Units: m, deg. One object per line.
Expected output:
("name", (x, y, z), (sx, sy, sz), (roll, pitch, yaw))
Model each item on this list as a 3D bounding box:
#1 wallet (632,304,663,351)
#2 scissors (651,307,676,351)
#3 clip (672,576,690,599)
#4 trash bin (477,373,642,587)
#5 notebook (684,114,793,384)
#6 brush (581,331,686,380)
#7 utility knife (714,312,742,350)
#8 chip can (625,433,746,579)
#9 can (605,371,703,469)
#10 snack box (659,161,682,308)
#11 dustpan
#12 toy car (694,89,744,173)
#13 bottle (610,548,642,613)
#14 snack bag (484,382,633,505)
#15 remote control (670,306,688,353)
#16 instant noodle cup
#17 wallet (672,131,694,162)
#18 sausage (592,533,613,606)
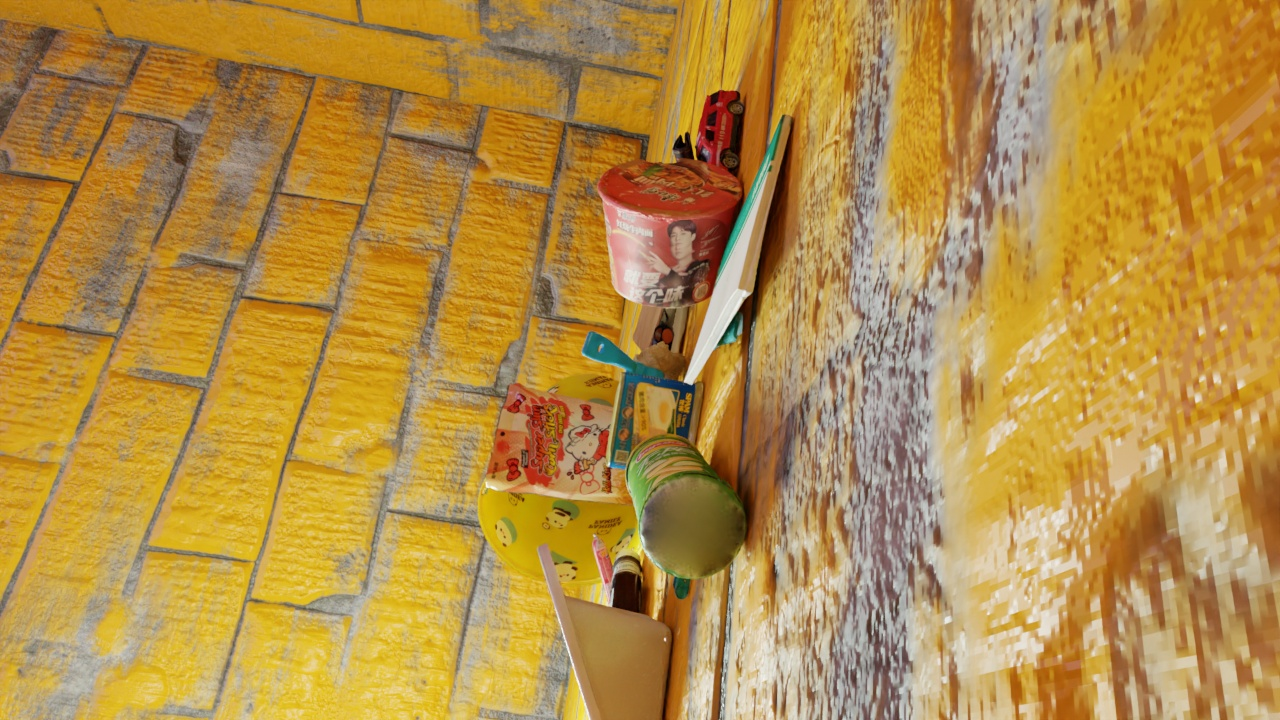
("wallet", (0.018, -0.063, 1.199), (0.101, 0.020, 0.115), (-123, 46, -68))
("scissors", (0.034, -0.014, 1.136), (0.022, 0.125, 0.234), (6, 62, 48))
("clip", (0.038, 0.178, 0.795), (0.046, 0.014, 0.057), (-95, 14, -84))
("trash bin", (-0.090, 0.155, 1.329), (0.254, 0.229, 0.230), (-75, -3, -62))
("notebook", (0.077, -0.079, 0.743), (0.209, 0.012, 0.150), (110, 177, -69))
("brush", (-0.006, 0.006, 0.996), (0.083, 0.046, 0.254), (-70, -21, -3))
("utility knife", (0.073, -0.024, 0.774), (0.171, 0.013, 0.029), (156, 122, -88))
("chip can", (0.028, 0.103, 0.691), (0.221, 0.072, 0.072), (-137, 57, -86))
("can", (0.013, 0.065, 0.926), (0.057, 0.083, 0.102), (-162, 82, -86))
("snack box", (0.036, -0.145, 1.064), (0.053, 0.125, 0.113), (-25, 39, 29))
("dustpan", (-0.055, 0.325, 0.890), (0.223, 0.139, 0.273), (114, 165, -74))
("toy car", (0.081, -0.227, 0.958), (0.053, 0.045, 0.120), (104, 173, -64))
("bottle", (-0.018, 0.296, 1.131), (0.194, 0.044, 0.080), (-88, 1, -72))
("snack bag", (-0.064, 0.102, 1.051), (0.073, 0.208, 0.128), (111, 170, -66))
("remote control", (0.044, -0.042, 1.180), (0.049, 0.024, 0.125), (134, 146, -84))
("instant noodle cup", (0.027, -0.122, 0.897), (0.137, 0.138, 0.109), (-86, -2, -56))
("wallet", (0.060, -0.183, 1.008), (0.096, 0.020, 0.122), (-78, -25, -66))
("sausage", (-0.039, 0.303, 1.220), (0.020, 0.020, 0.156), (-127, 22, -85))
